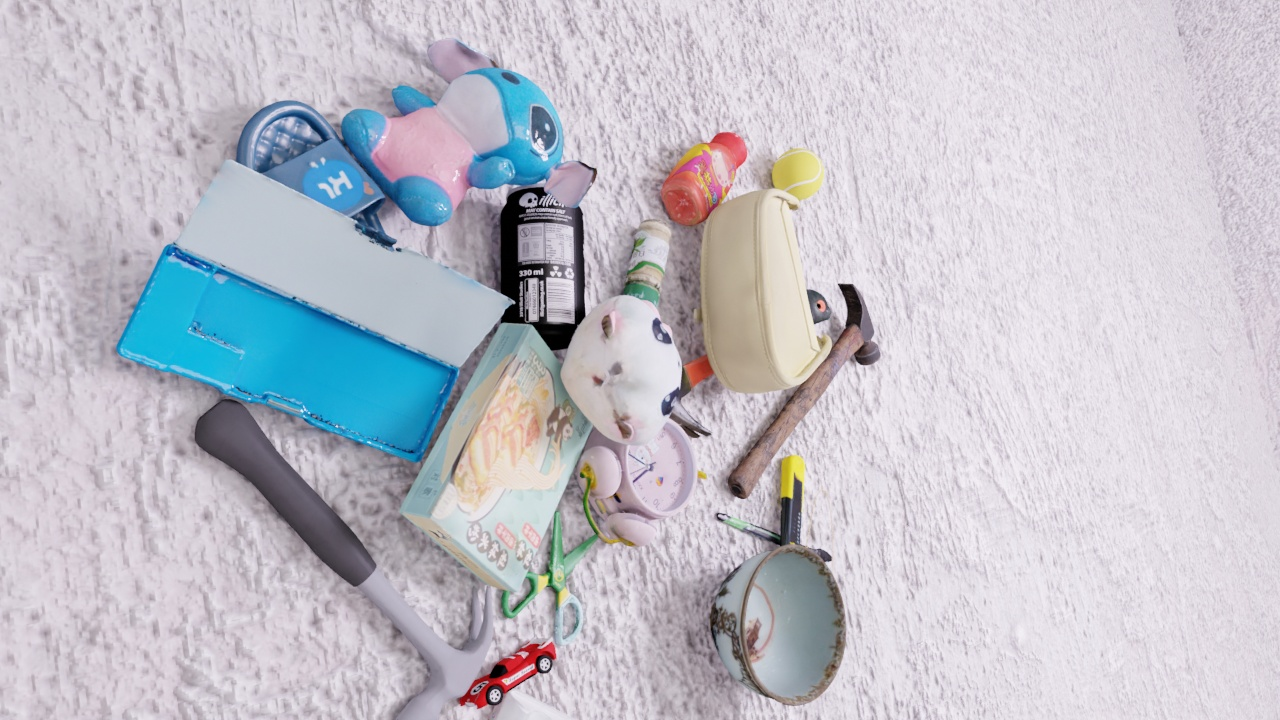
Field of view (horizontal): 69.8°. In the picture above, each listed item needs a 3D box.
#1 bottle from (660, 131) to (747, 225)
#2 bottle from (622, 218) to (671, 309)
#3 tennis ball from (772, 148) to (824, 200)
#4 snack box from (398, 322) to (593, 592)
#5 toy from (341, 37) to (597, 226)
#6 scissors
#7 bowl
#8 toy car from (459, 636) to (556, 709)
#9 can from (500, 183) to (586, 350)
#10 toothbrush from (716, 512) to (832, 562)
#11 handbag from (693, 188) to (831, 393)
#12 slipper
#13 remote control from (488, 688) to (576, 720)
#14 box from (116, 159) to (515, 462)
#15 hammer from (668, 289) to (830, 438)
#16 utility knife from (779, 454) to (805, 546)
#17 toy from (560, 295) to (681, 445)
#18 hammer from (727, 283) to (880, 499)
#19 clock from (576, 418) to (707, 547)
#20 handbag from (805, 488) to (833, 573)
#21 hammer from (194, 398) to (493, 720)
[{"bbox_3d":[0.077,-0.216,1.067,0.133,0.049,0.071,-53,130,-36],"label":"bottle"},{"bbox_3d":[0.007,-0.099,0.988,0.042,0.043,0.109,27,63,-33],"label":"bottle"},{"bbox_3d":[0.200,-0.237,1.166,0.065,0.065,0.065,10,73,-38],"label":"tennis ball"},{"bbox_3d":[-0.117,0.085,0.811,0.141,0.044,0.193,57,47,-45],"label":"snack box"},{"bbox_3d":[-0.149,-0.189,0.822,0.191,0.099,0.224,-33,71,-27],"label":"toy"},{"bbox_3d":[-0.076,0.210,0.867,0.126,0.012,0.123,-38,106,-37],"label":"scissors"},{"bbox_3d":[0.132,0.278,0.972,0.159,0.094,0.159,11,73,-38],"label":"bowl"},{"bbox_3d":[-0.115,0.273,0.801,0.089,0.038,0.025,-21,91,-41],"label":"toy car"},{"bbox_3d":[-0.093,-0.087,0.874,0.080,0.080,0.146,7,75,-39],"label":"can"},{"bbox_3d":[0.156,0.207,1.066,0.188,0.017,0.014,25,61,-30],"label":"toothbrush"},{"bbox_3d":[0.139,-0.082,1.038,0.190,0.089,0.232,-7,86,-54],"label":"handbag"},{"bbox_3d":[-0.254,-0.112,0.759,0.103,0.059,0.214,-36,106,-38],"label":"slipper"},{"bbox_3d":[-0.079,0.342,0.827,0.133,0.022,0.050,39,58,-28],"label":"remote control"},{"bbox_3d":[-0.246,-0.033,0.719,0.243,0.060,0.176,27,101,-33],"label":"box"},{"bbox_3d":[0.125,-0.019,1.078,0.332,0.033,0.133,-27,96,-41],"label":"hammer"},{"bbox_3d":[0.175,0.193,1.064,0.028,0.020,0.174,23,60,-30],"label":"utility knife"},{"bbox_3d":[-0.005,0.005,0.859,0.179,0.102,0.139,-27,111,-65],"label":"toy"},{"bbox_3d":[0.197,0.039,1.115,0.329,0.033,0.120,-46,123,-34],"label":"hammer"},{"bbox_3d":[-0.007,0.117,0.908,0.157,0.059,0.117,-39,106,-44],"label":"clock"},{"bbox_3d":[0.204,0.239,1.060,0.084,0.027,0.178,0,92,-55],"label":"handbag"},{"bbox_3d":[-0.233,0.154,0.737,0.311,0.030,0.124,54,53,-17],"label":"hammer"}]
